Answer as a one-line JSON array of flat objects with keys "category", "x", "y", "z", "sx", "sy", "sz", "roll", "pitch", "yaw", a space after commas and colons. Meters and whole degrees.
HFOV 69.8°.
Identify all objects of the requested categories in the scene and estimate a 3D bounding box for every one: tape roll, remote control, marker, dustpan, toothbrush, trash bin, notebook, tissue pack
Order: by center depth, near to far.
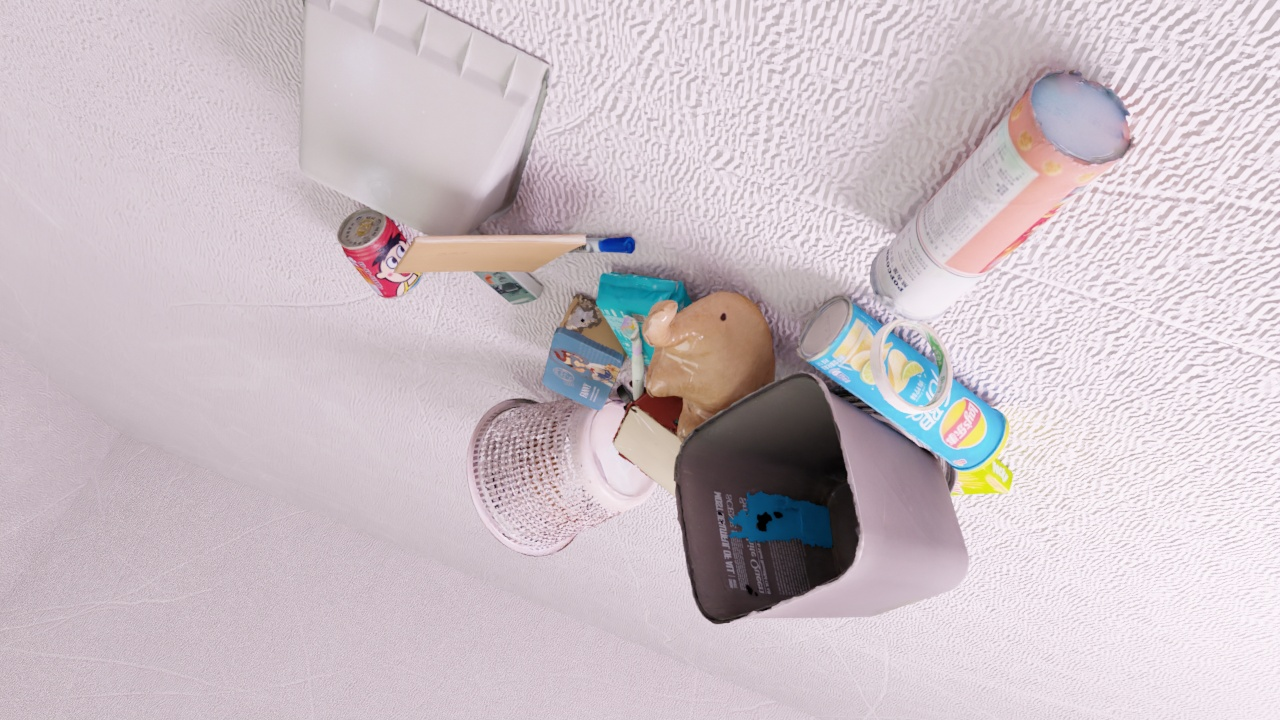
[{"category": "tape roll", "x": 0.240, "y": 0.005, "z": 0.813, "sx": 0.086, "sy": 0.085, "sz": 0.014, "roll": 33, "pitch": 154, "yaw": -18}, {"category": "dustpan", "x": -0.201, "y": -0.224, "z": 0.851, "sx": 0.222, "sy": 0.142, "sz": 0.258, "roll": 26, "pitch": 125, "yaw": -3}, {"category": "trash bin", "x": 0.179, "y": 0.150, "z": 0.883, "sx": 0.219, "sy": 0.198, "sz": 0.199, "roll": 20, "pitch": 140, "yaw": -39}, {"category": "notebook", "x": -0.153, "y": -0.102, "z": 0.886, "sx": 0.149, "sy": 0.012, "sz": 0.212, "roll": -3, "pitch": 179, "yaw": -20}, {"category": "marker", "x": -0.069, "y": -0.117, "z": 0.930, "sx": 0.146, "sy": 0.016, "sz": 0.017, "roll": 5, "pitch": 149, "yaw": 35}, {"category": "tissue pack", "x": 0.015, "y": -0.041, "z": 0.962, "sx": 0.093, "sy": 0.050, "sz": 0.133, "roll": 11, "pitch": 151, "yaw": 31}, {"category": "toothbrush", "x": -0.006, "y": 0.006, "z": 0.993, "sx": 0.020, "sy": 0.029, "sz": 0.190, "roll": -16, "pitch": 155, "yaw": -5}, {"category": "remote control", "x": -0.173, "y": -0.110, "z": 1.029, "sx": 0.056, "sy": 0.019, "sz": 0.135, "roll": -7, "pitch": 141, "yaw": 48}, {"category": "trash bin", "x": -0.089, "y": 0.140, "z": 1.241, "sx": 0.193, "sy": 0.226, "sz": 0.227, "roll": -20, "pitch": 131, "yaw": 39}]

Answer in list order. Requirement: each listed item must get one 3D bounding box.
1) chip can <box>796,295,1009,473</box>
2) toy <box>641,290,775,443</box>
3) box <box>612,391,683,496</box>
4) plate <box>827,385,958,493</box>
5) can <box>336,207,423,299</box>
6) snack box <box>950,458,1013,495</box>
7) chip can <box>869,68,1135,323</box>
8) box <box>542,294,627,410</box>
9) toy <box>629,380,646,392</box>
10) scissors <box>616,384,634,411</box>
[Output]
[{"category": "chip can", "x": 0.248, "y": 0.024, "z": 0.863, "sx": 0.210, "sy": 0.071, "sz": 0.071, "roll": 34, "pitch": 153, "yaw": -17}, {"category": "toy", "x": 0.066, "y": -0.008, "z": 0.894, "sx": 0.082, "sy": 0.143, "sz": 0.226, "roll": 29, "pitch": 161, "yaw": 40}, {"category": "box", "x": 0.052, "y": 0.111, "z": 1.024, "sx": 0.168, "sy": 0.080, "sz": 0.092, "roll": 37, "pitch": 132, "yaw": 15}, {"category": "plate", "x": 0.258, "y": 0.093, "z": 1.000, "sx": 0.179, "sy": 0.024, "sz": 0.180, "roll": 24, "pitch": 141, "yaw": 21}, {"category": "can", "x": -0.300, "y": -0.124, "z": 1.059, "sx": 0.067, "sy": 0.066, "sz": 0.094, "roll": 12, "pitch": 152, "yaw": 24}, {"category": "snack box", "x": 0.325, "y": 0.121, "z": 1.032, "sx": 0.085, "sy": 0.026, "sz": 0.157, "roll": 37, "pitch": 151, "yaw": -25}, {"category": "chip can", "x": 0.236, "y": -0.103, "z": 0.632, "sx": 0.071, "sy": 0.071, "sz": 0.215, "roll": 25, "pitch": 154, "yaw": -1}, {"category": "box", "x": -0.063, "y": -0.004, "z": 1.091, "sx": 0.090, "sy": 0.061, "sz": 0.185, "roll": 24, "pitch": 153, "yaw": 2}, {"category": "toy", "x": 0.095, "y": 0.100, "z": 1.105, "sx": 0.247, "sy": 0.089, "sz": 0.227, "roll": 22, "pitch": 154, "yaw": 33}, {"category": "scissors", "x": 0.022, "y": 0.092, "z": 1.211, "sx": 0.146, "sy": 0.014, "sz": 0.172, "roll": 56, "pitch": -171, "yaw": 18}]
